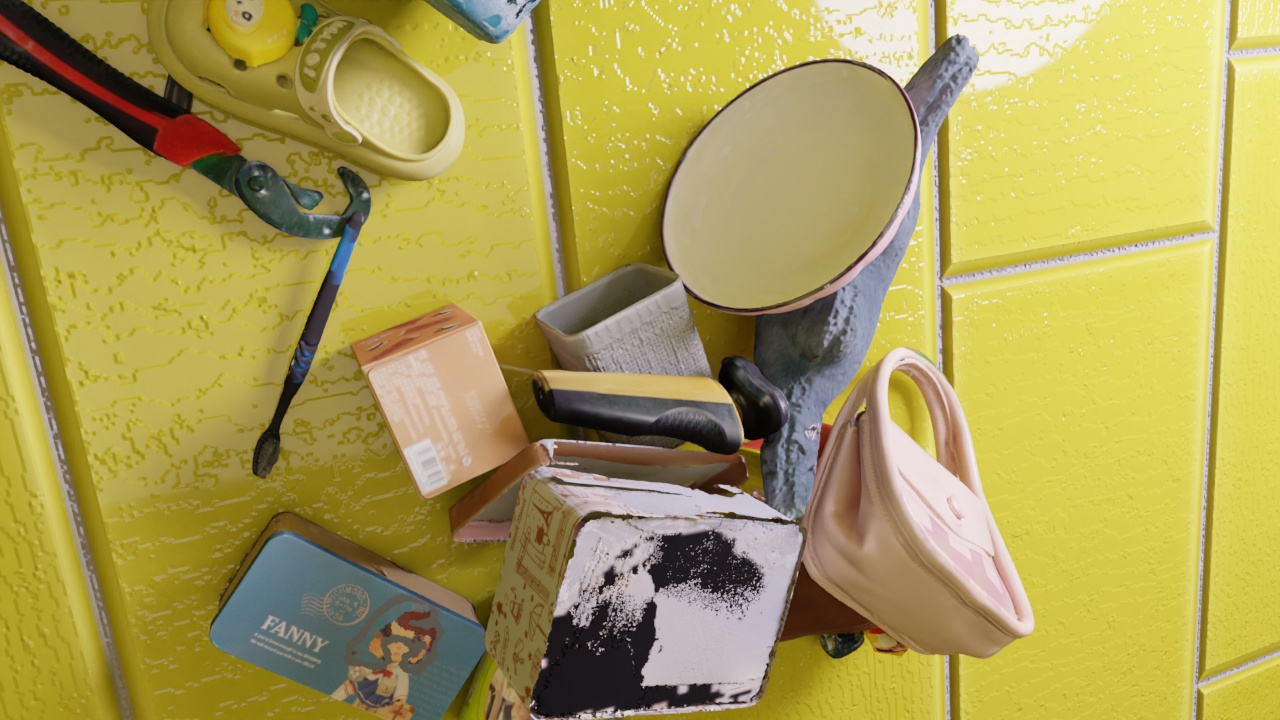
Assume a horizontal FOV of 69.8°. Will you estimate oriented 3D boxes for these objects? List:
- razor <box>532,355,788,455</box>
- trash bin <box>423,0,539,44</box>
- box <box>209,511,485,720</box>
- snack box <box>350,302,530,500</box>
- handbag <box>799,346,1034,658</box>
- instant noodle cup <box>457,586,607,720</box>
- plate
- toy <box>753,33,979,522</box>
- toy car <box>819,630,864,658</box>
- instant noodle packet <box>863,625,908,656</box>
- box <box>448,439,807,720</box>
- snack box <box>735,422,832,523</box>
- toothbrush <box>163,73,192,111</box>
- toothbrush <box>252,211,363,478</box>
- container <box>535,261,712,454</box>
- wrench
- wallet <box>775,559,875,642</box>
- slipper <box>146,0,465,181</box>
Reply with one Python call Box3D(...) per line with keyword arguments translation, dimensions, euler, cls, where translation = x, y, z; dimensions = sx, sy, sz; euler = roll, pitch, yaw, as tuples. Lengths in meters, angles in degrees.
Box3D(translation=(0.012, 0.024, 0.592), dimensions=(0.167, 0.062, 0.067), euler=(6, 73, -20), cls="razor")
Box3D(translation=(-0.089, -0.298, 0.504), dimensions=(0.226, 0.226, 0.195), euler=(33, 100, -24), cls="trash bin")
Box3D(translation=(-0.199, 0.174, 0.623), dimensions=(0.184, 0.061, 0.089), euler=(32, 87, -25), cls="box")
Box3D(translation=(-0.132, 0.023, 0.599), dimensions=(0.077, 0.094, 0.093), euler=(-24, 108, -16), cls="snack box")
Box3D(translation=(0.217, 0.094, 0.714), dimensions=(0.193, 0.094, 0.233), euler=(40, 44, -29), cls="handbag")
Box3D(translation=(-0.071, 0.230, 0.664), dimensions=(0.111, 0.112, 0.123), euler=(16, 86, -24), cls="instant noodle cup")
Box3D(translation=(0.102, -0.113, 0.624), dimensions=(0.039, 0.192, 0.192), euler=(32, 88, -46), cls="plate")
Box3D(translation=(0.145, -0.057, 0.667), dimensions=(0.091, 0.138, 0.356), euler=(22, 86, -14), cls="toy")
Box3D(translation=(0.163, 0.210, 0.787), dimensions=(0.043, 0.034, 0.090), euler=(-23, 102, -15), cls="toy car")
Box3D(translation=(0.220, 0.173, 0.781), dimensions=(0.128, 0.044, 0.111), euler=(-48, 119, -32), cls="instant noodle packet")
Box3D(translation=(-0.021, 0.121, 0.610), dimensions=(0.182, 0.178, 0.153), euler=(10, 96, -33), cls="box")
Box3D(translation=(0.123, 0.096, 0.728), dimensions=(0.080, 0.082, 0.091), euler=(-31, 111, -28), cls="snack box")
Box3D(translation=(-0.264, -0.215, 0.544), dimensions=(0.015, 0.018, 0.181), euler=(10, 99, -30), cls="toothbrush")
Box3D(translation=(-0.216, -0.009, 0.597), dimensions=(0.014, 0.016, 0.189), euler=(20, 97, -30), cls="toothbrush")
Box3D(translation=(-0.004, 0.004, 0.652), dimensions=(0.090, 0.090, 0.114), euler=(-29, 113, -14), cls="container")
Box3D(translation=(-0.286, -0.147, 0.535), dimensions=(0.273, 0.016, 0.056), euler=(29, 88, -30), cls="wrench")
Box3D(translation=(0.116, 0.182, 0.721), dimensions=(0.101, 0.125, 0.032), euler=(41, 48, -25), cls="wallet")
Box3D(translation=(-0.184, -0.176, 0.542), dimensions=(0.190, 0.082, 0.091), euler=(24, 73, -29), cls="slipper")
